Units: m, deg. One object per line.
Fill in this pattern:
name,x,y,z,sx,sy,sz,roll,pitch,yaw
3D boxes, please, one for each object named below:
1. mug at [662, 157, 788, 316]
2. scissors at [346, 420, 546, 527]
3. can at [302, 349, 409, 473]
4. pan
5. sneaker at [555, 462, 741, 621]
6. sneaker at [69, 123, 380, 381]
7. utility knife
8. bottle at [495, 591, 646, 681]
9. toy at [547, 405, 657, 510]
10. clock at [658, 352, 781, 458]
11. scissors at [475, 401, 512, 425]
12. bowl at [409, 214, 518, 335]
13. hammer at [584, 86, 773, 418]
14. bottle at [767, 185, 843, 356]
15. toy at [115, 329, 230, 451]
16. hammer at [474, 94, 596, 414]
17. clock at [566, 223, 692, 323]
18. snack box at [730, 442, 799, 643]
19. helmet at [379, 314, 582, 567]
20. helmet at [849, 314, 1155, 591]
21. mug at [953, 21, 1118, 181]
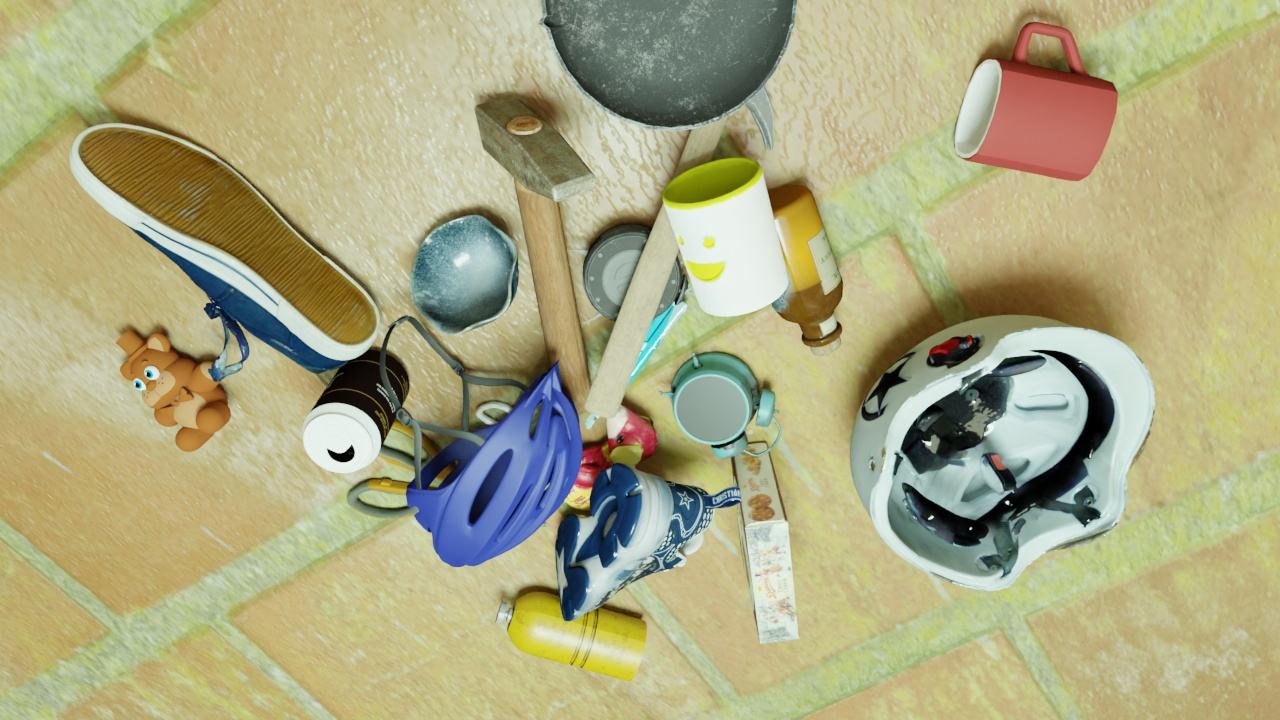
mug,0.072,-0.102,0.758,0.082,0.082,0.106,-16,121,9
scissors,-0.202,0.126,0.976,0.225,0.016,0.166,4,117,-1
can,-0.269,0.046,0.874,0.072,0.128,0.072,1,117,1
pan,0.007,-0.358,0.703,0.207,0.040,0.357,-13,105,-5
sneaker,-0.003,0.191,0.939,0.132,0.103,0.270,3,146,-23
sneaker,-0.389,-0.084,0.840,0.294,0.120,0.128,42,133,-20
utility knife,-0.005,0.005,0.892,0.022,0.015,0.158,39,101,25
bottle,-0.082,0.307,1.035,0.164,0.071,0.071,18,116,-8
toy,-0.031,0.109,0.939,0.105,0.067,0.138,28,121,-29
clock,0.083,0.050,0.906,0.124,0.053,0.090,38,111,-4
scissors,-0.118,0.082,0.956,0.133,0.012,0.084,14,114,-10
bowl,-0.153,-0.073,0.842,0.110,0.055,0.110,-4,78,18
hammer,0.020,-0.102,0.804,0.119,0.030,0.331,19,99,-12
bottle,0.147,-0.076,0.837,0.068,0.067,0.157,-20,115,11
toy,-0.465,0.025,0.906,0.095,0.065,0.127,-37,105,20
hammer,-0.075,-0.069,0.825,0.037,0.158,0.301,-23,131,-19
clock,-0.003,-0.082,0.849,0.123,0.043,0.091,-14,111,3
snack box,0.123,0.180,0.925,0.041,0.143,0.147,-8,117,3
helmet,-0.170,0.073,0.866,0.227,0.147,0.242,40,113,-4
helmet,0.317,0.062,0.851,0.236,0.163,0.264,38,105,-21
mug,0.329,-0.214,0.757,0.096,0.080,0.116,10,110,-4
